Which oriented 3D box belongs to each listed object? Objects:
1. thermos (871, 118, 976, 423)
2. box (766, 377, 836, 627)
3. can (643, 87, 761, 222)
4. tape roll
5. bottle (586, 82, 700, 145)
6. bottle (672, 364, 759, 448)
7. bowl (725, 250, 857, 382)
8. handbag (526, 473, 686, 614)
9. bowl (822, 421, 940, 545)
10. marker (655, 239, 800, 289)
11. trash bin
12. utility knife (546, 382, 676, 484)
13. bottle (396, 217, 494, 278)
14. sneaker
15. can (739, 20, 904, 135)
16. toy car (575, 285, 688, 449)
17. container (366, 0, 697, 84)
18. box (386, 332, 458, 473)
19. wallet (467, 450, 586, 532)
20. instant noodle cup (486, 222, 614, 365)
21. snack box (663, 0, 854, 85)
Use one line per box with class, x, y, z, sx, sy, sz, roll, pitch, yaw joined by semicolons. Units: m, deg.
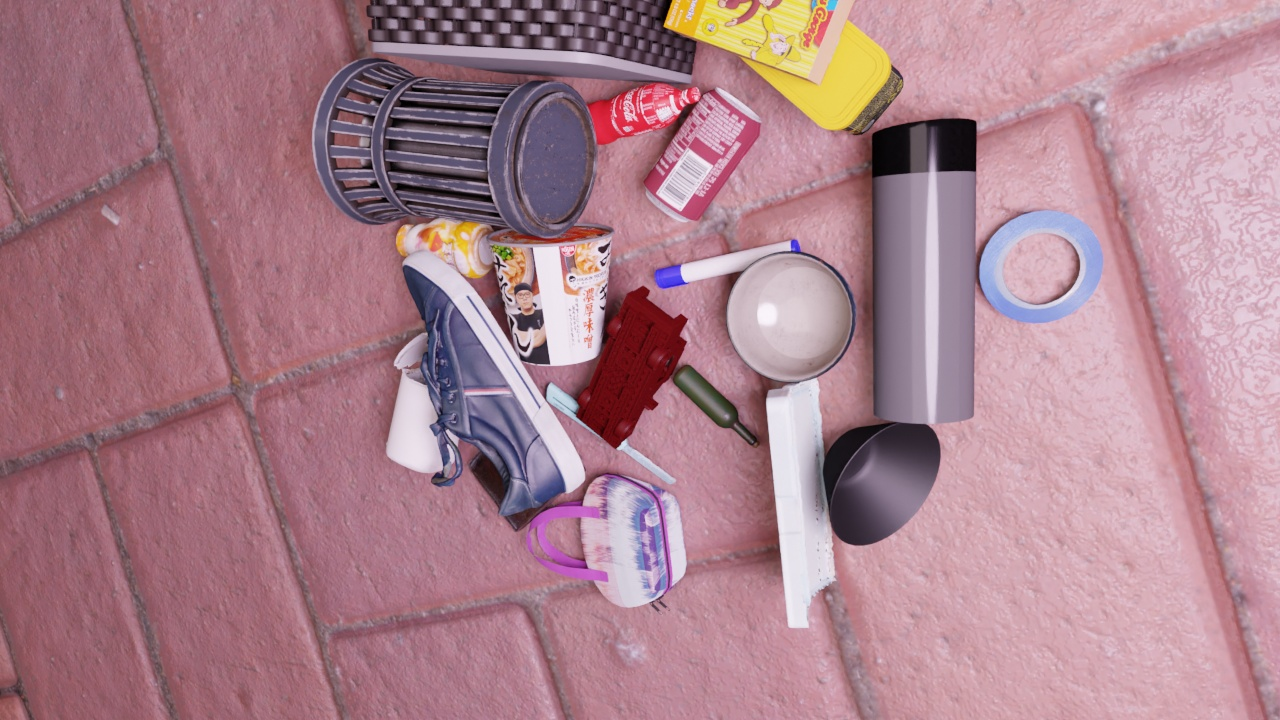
thermos;0.236;-0.073;0.765;0.082;0.082;0.240;1;98;25
box;0.139;0.120;0.809;0.043;0.135;0.197;-3;96;22
can;0.056;-0.187;0.842;0.063;0.063;0.114;42;113;14
tape roll;0.329;-0.077;0.757;0.091;0.016;0.093;13;103;23
bottle;-0.002;-0.233;0.857;0.142;0.041;0.042;-2;97;44
bottle;0.075;0.046;0.890;0.106;0.025;0.025;44;113;13
bowl;0.141;-0.041;0.827;0.116;0.059;0.115;4;99;25
handbag;-0.044;0.188;0.953;0.170;0.067;0.144;-4;95;32
bowl;0.200;0.097;0.811;0.052;0.124;0.124;40;117;51
marker;0.081;-0.090;0.870;0.142;0.020;0.020;-10;94;26
trash bin;-0.169;-0.199;0.877;0.228;0.164;0.164;12;103;29
utility knife;-0.031;0.077;0.953;0.168;0.015;0.022;34;124;14
bottle;-0.207;-0.123;0.976;0.109;0.063;0.063;9;101;24
sneaker;-0.183;0.028;0.918;0.127;0.121;0.294;-29;79;-19
can;0.150;-0.252;0.767;0.131;0.100;0.073;45;113;13
toy car;-0.006;0.005;0.897;0.070;0.061;0.170;38;132;15
container;-0.079;-0.375;0.781;0.248;0.245;0.244;11;106;23
box;-0.233;0.037;1.006;0.092;0.081;0.161;25;106;32
wallet;-0.125;0.115;0.994;0.120;0.031;0.099;-45;76;26
instant noodle cup;-0.084;-0.065;0.904;0.124;0.123;0.122;6;109;24
snack box;0.095;-0.279;0.708;0.126;0.040;0.088;27;108;19
